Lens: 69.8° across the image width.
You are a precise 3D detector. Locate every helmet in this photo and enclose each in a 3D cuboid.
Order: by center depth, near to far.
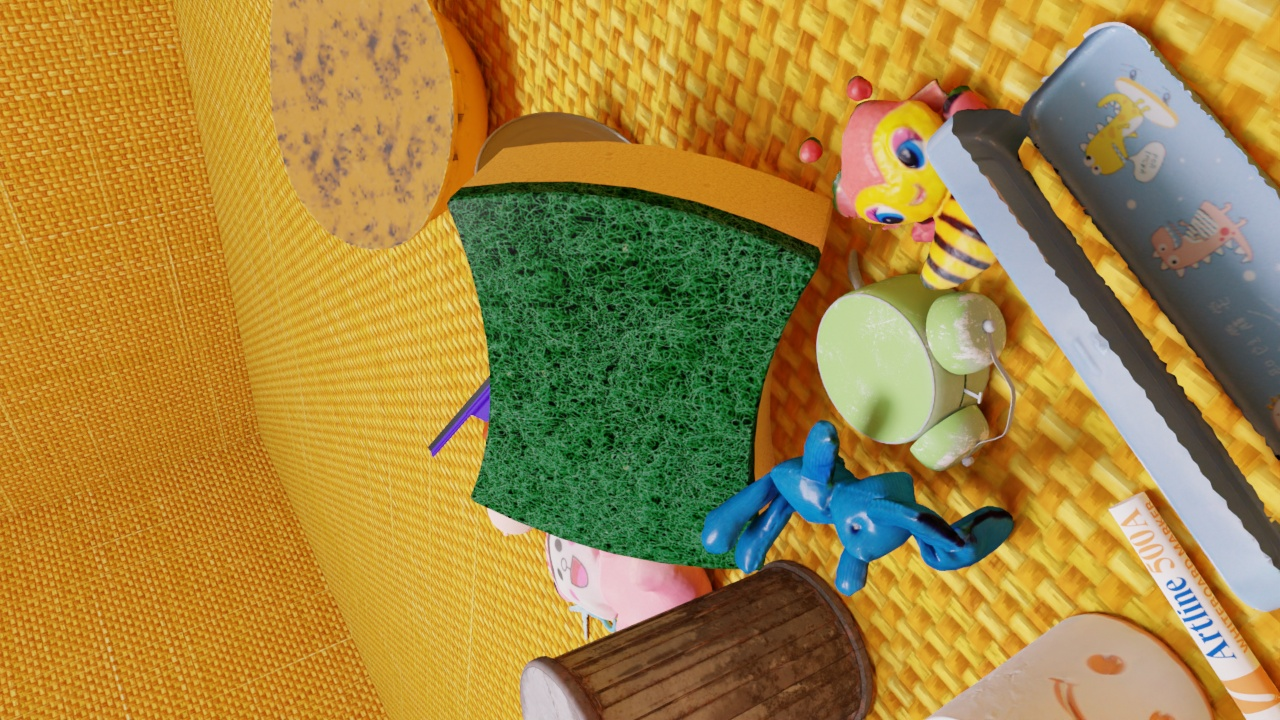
[{"bbox_3d":[-0.215,-0.235,0.825,0.206,0.131,0.255,2,105,27],"label":"helmet"}]

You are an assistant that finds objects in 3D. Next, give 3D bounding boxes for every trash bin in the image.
[{"bbox_3d":[0.029,0.223,0.592,0.131,0.210,0.131,36,133,49],"label":"trash bin"}]

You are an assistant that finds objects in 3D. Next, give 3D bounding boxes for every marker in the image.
[{"bbox_3d":[0.241,0.122,0.374,0.145,0.017,0.017,62,150,16],"label":"marker"}]

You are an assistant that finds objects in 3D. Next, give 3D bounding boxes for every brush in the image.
[{"bbox_3d":[-0.003,0.003,0.552,0.195,0.075,0.251,11,126,11],"label":"brush"}]

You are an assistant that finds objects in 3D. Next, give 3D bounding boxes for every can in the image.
[{"bbox_3d":[-0.056,-0.099,0.640,0.127,0.127,0.073,61,152,17],"label":"can"}]

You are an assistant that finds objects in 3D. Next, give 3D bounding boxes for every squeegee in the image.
[{"bbox_3d":[-0.123,0.109,0.956,0.250,0.055,0.184,-44,68,40],"label":"squeegee"}]

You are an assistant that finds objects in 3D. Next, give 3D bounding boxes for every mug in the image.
[{"bbox_3d":[0.186,0.172,0.407,0.082,0.105,0.082,39,138,45],"label":"mug"}]

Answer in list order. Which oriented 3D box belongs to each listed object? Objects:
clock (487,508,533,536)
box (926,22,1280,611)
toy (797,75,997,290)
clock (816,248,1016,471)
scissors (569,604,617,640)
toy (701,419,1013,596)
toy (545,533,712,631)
[{"bbox_3d":[-0.101,0.064,0.811,0.161,0.086,0.130,112,165,-44],"label":"clock"},{"bbox_3d":[0.196,-0.025,0.322,0.079,0.072,0.210,-45,65,44],"label":"box"},{"bbox_3d":[0.127,-0.083,0.419,0.103,0.046,0.084,51,125,14],"label":"toy"},{"bbox_3d":[0.135,0.002,0.459,0.119,0.042,0.094,32,134,48],"label":"clock"},{"bbox_3d":[-0.050,0.262,0.973,0.120,0.015,0.139,39,145,45],"label":"scissors"},{"bbox_3d":[0.109,0.082,0.473,0.177,0.112,0.071,-13,54,53],"label":"toy"},{"bbox_3d":[-0.020,0.178,0.790,0.213,0.084,0.142,18,119,54],"label":"toy"}]
